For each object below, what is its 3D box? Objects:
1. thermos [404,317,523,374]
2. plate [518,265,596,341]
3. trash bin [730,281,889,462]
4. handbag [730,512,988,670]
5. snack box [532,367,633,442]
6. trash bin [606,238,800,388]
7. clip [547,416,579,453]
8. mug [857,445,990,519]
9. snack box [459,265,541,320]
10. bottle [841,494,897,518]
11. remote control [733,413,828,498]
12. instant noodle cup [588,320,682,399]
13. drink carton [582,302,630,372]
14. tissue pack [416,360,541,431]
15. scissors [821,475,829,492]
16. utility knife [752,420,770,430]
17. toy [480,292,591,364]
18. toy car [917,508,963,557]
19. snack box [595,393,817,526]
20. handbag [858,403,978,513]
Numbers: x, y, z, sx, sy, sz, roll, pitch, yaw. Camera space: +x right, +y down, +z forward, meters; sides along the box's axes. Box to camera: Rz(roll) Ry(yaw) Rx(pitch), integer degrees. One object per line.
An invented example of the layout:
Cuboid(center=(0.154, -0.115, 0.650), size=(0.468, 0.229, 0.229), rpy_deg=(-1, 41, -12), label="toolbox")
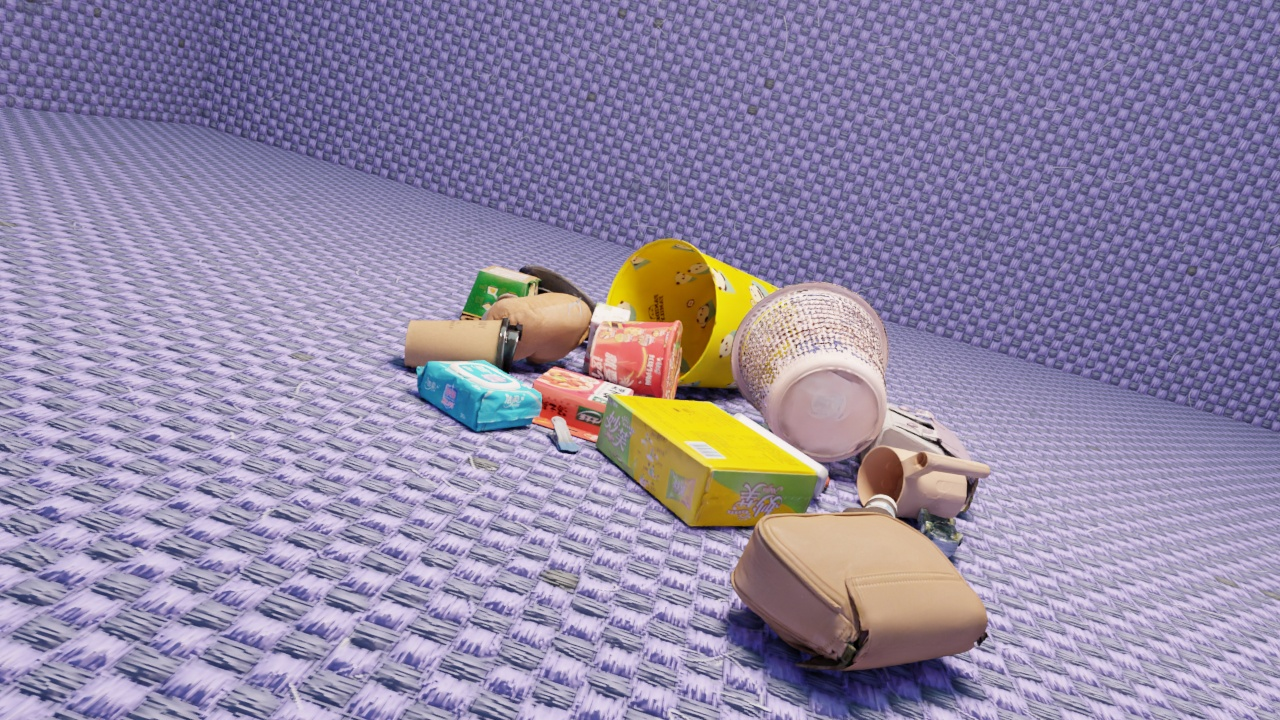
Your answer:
Cuboid(center=(-0.227, -0.015, 1.182), size=(0.143, 0.093, 0.093), rpy_deg=(7, 14, -5), label="thermos")
Cuboid(center=(-0.137, -0.088, 1.527), size=(0.179, 0.024, 0.180), rpy_deg=(29, -26, 16), label="plate")
Cuboid(center=(0.241, 0.029, 1.245), size=(0.227, 0.228, 0.191), rpy_deg=(14, 23, -4), label="trash bin")
Cuboid(center=(0.178, 0.193, 0.756), size=(0.204, 0.100, 0.148), rpy_deg=(7, 23, -34), label="handbag")
Cuboid(center=(-0.076, 0.054, 1.148), size=(0.113, 0.044, 0.127), rpy_deg=(17, 13, 6), label="snack box")
Cuboid(center=(0.111, -0.056, 1.470), size=(0.254, 0.230, 0.230), rpy_deg=(9, 13, -46), label="trash bin")
Cuboid(center=(-0.090, 0.090, 1.050), size=(0.024, 0.026, 0.056), rpy_deg=(5, 29, -31), label="clip")
Cuboid(center=(0.342, 0.144, 1.107), size=(0.103, 0.084, 0.125), rpy_deg=(11, -31, -25), label="mug")
Cuboid(center=(-0.221, -0.090, 1.453), size=(0.117, 0.106, 0.118), rpy_deg=(16, 12, 4), label="snack box")
Cuboid(center=(0.249, 0.184, 0.982), size=(0.080, 0.044, 0.194), rpy_deg=(20, 13, 17), label="bottle")
Cuboid(center=(0.164, 0.115, 1.109), size=(0.136, 0.056, 0.020), rpy_deg=(33, 59, 22), label="remote control")
Cuboid(center=(-0.007, 0.007, 1.255), size=(0.109, 0.138, 0.137), rpy_deg=(9, 12, 9), label="instant noodle cup")
Cuboid(center=(-0.051, -0.026, 1.356), size=(0.053, 0.123, 0.045), rpy_deg=(16, 52, 2), label="drink carton")
Cuboid(center=(-0.191, 0.036, 1.076), size=(0.133, 0.050, 0.093), rpy_deg=(25, 17, 37), label="tissue pack")
Cuboid(center=(0.188, 0.127, 1.218), size=(0.189, 0.015, 0.226), rpy_deg=(12, 12, -13), label="scissors")
Cuboid(center=(0.135, 0.095, 1.281), size=(0.186, 0.018, 0.034), rpy_deg=(2, 30, -48), label="utility knife")
Cuboid(center=(-0.131, -0.044, 1.320), size=(0.225, 0.144, 0.082), rpy_deg=(0, 63, -48), label="toy")
Cuboid(center=(0.340, 0.198, 1.050), size=(0.043, 0.034, 0.090), rpy_deg=(15, 11, 8), label="toy car")
Cuboid(center=(0.069, 0.109, 1.027), size=(0.157, 0.070, 0.210), rpy_deg=(7, 15, -35), label="snack box")
Cuboid(center=(0.383, 0.128, 1.273), size=(0.145, 0.098, 0.196), rpy_deg=(24, 13, 7), label="handbag")
